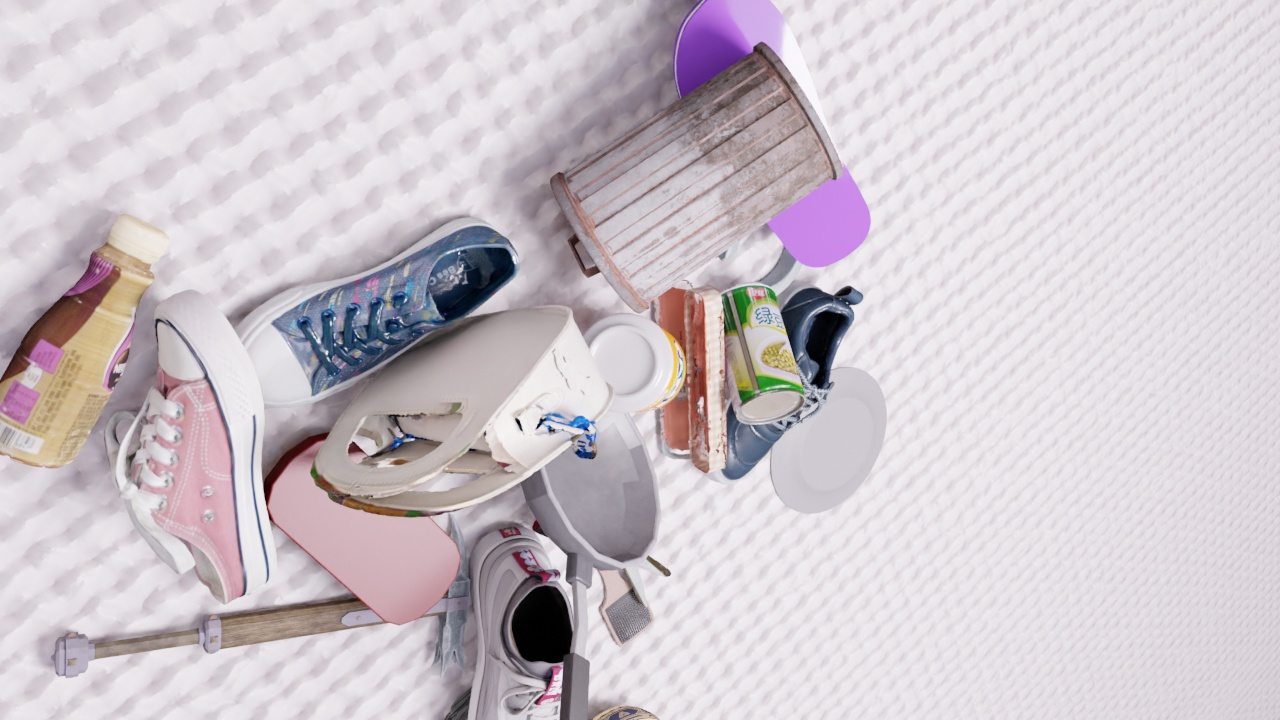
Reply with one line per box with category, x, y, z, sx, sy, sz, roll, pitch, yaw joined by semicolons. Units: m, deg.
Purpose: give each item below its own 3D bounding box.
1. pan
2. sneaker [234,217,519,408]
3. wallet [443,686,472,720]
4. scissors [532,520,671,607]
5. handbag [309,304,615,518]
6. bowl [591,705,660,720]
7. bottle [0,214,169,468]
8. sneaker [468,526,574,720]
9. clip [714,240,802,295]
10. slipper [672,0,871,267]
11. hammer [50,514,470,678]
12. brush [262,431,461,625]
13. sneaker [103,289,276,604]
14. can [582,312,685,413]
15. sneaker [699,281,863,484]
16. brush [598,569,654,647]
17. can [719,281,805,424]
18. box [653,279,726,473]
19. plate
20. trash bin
pan;-0.050;0.163;0.733;0.041;0.356;0.178;-25;132;26
sneaker;-0.190;-0.031;0.685;0.235;0.079;0.087;-31;121;-21
wallet;-0.122;0.358;0.889;0.100;0.054;0.132;-40;122;-26
scissors;-0.030;0.166;0.895;0.193;0.015;0.179;1;98;-42
handbag;-0.129;0.050;0.661;0.199;0.201;0.093;-47;122;-41
bowl;-0.029;0.408;0.961;0.112;0.061;0.112;-15;117;-32
bottle;-0.358;-0.015;0.590;0.059;0.060;0.166;29;89;-37
sneaker;-0.092;0.284;0.799;0.096;0.129;0.263;-3;93;-24
clip;0.125;-0.153;0.885;0.141;0.029;0.171;34;86;-38
slipper;0.112;-0.208;0.824;0.107;0.084;0.266;-32;119;10
hammer;-0.287;0.208;0.739;0.316;0.028;0.147;0;101;-35
brush;-0.222;0.133;0.731;0.082;0.042;0.173;-48;119;-21
sneaker;-0.311;0.071;0.625;0.087;0.118;0.241;-25;127;-45
can;-0.005;0.005;0.779;0.079;0.142;0.079;0;88;8
sneaker;0.145;0.027;0.925;0.089;0.087;0.235;26;91;-38
brush;-0.022;0.237;0.934;0.049;0.015;0.136;-34;122;-21
can;0.108;-0.008;0.862;0.067;0.120;0.067;-9;152;-5
box;0.048;0.014;0.866;0.043;0.083;0.187;-17;113;-32
plate;0.221;0.094;1.048;0.178;0.012;0.178;-12;113;-30
trash bin;0.037;-0.138;0.729;0.211;0.130;0.131;-33;125;9
